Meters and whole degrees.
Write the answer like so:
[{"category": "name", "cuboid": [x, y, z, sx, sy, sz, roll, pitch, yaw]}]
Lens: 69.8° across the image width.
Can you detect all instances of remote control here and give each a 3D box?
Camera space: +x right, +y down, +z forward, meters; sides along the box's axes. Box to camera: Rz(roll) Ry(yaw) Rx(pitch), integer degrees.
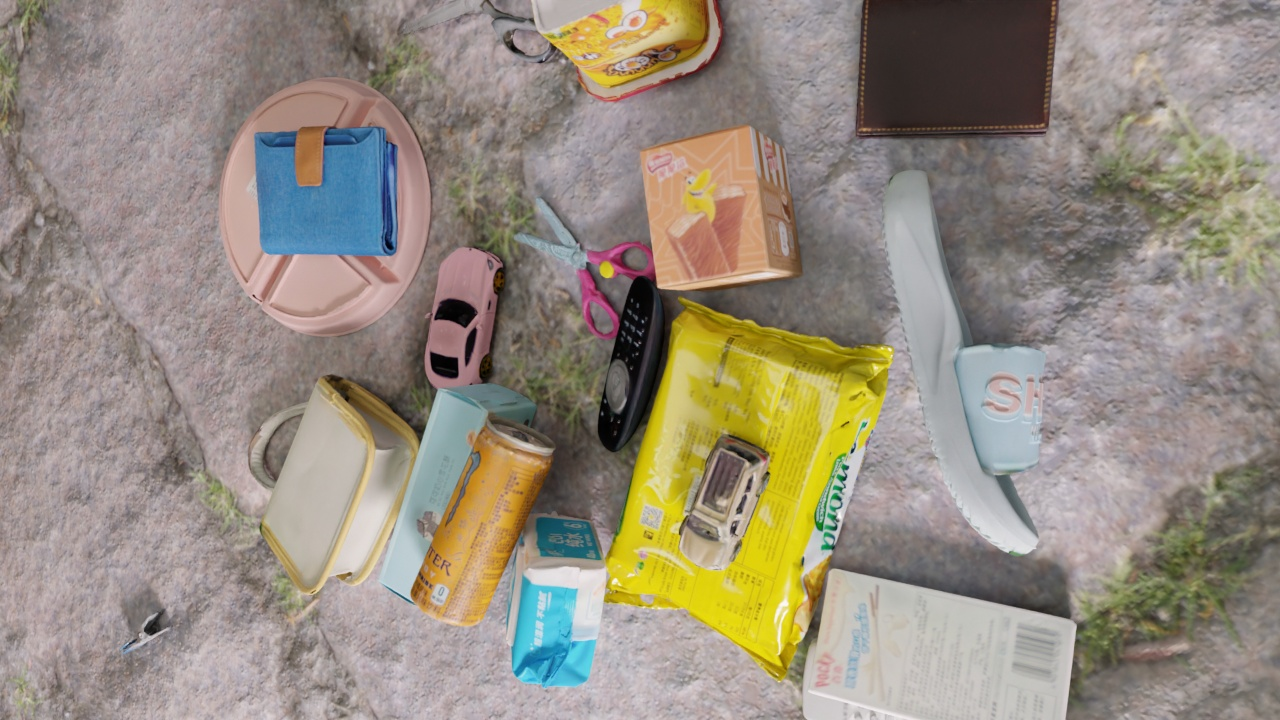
[{"category": "remote control", "cuboid": [0.186, 0.234, 0.627, 0.150, 0.021, 0.058, 6, 95, 24]}, {"category": "remote control", "cuboid": [-0.004, 0.004, 0.684, 0.053, 0.024, 0.137, 44, 125, 54]}]

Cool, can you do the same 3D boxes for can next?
[{"category": "can", "cuboid": [-0.115, 0.118, 0.672, 0.058, 0.058, 0.146, 26, 95, 20]}]

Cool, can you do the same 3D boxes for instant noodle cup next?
[{"category": "instant noodle cup", "cuboid": [-0.017, -0.255, 0.634, 0.116, 0.123, 0.116, -13, 88, 23]}]

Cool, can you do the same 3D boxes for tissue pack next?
[{"category": "tissue pack", "cuboid": [-0.065, 0.172, 0.677, 0.063, 0.140, 0.090, 8, 96, -9]}]

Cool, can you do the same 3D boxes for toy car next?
[{"category": "toy car", "cuboid": [-0.147, -0.032, 0.749, 0.056, 0.037, 0.122, 12, 96, 21]}, {"category": "toy car", "cuboid": [0.052, 0.095, 0.597, 0.042, 0.035, 0.090, 25, 106, 22]}]

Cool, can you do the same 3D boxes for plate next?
[{"category": "plate", "cuboid": [-0.286, -0.135, 0.808, 0.230, 0.028, 0.229, 1, 94, 24]}]

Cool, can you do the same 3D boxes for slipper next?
[{"category": "slipper", "cuboid": [0.207, -0.005, 0.566, 0.074, 0.104, 0.245, -16, 80, 21]}]

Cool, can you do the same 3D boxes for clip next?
[{"category": "clip", "cuboid": [-0.497, 0.276, 0.923, 0.057, 0.024, 0.029, -41, 81, 13]}]

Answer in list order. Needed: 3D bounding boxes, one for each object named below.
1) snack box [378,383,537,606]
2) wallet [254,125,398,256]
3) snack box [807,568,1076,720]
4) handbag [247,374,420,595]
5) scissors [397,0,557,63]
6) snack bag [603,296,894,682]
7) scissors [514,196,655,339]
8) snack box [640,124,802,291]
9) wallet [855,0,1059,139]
[{"category": "snack box", "cuboid": [-0.146, 0.105, 0.734, 0.052, 0.074, 0.175, 23, 101, 20]}, {"category": "wallet", "cuboid": [-0.263, -0.140, 0.764, 0.133, 0.040, 0.106, 4, 98, 22]}, {"category": "snack box", "cuboid": [0.196, 0.196, 0.602, 0.157, 0.027, 0.084, 8, 73, 24]}, {"category": "handbag", "cuboid": [-0.280, 0.094, 0.808, 0.179, 0.063, 0.163, 35, 106, 33]}, {"category": "scissors", "cuboid": [-0.129, -0.285, 0.728, 0.173, 0.014, 0.160, 51, 123, 8]}, {"category": "snack bag", "cuboid": [0.065, 0.084, 0.647, 0.158, 0.068, 0.247, 19, 101, 21]}, {"category": "scissors", "cuboid": [-0.049, -0.070, 0.718, 0.136, 0.017, 0.105, 21, 106, 25]}, {"category": "snack box", "cuboid": [0.057, -0.099, 0.626, 0.077, 0.092, 0.094, -8, 90, 24]}, {"category": "wallet", "cuboid": [0.204, -0.194, 0.599, 0.122, 0.020, 0.096, 5, 99, 22]}]
